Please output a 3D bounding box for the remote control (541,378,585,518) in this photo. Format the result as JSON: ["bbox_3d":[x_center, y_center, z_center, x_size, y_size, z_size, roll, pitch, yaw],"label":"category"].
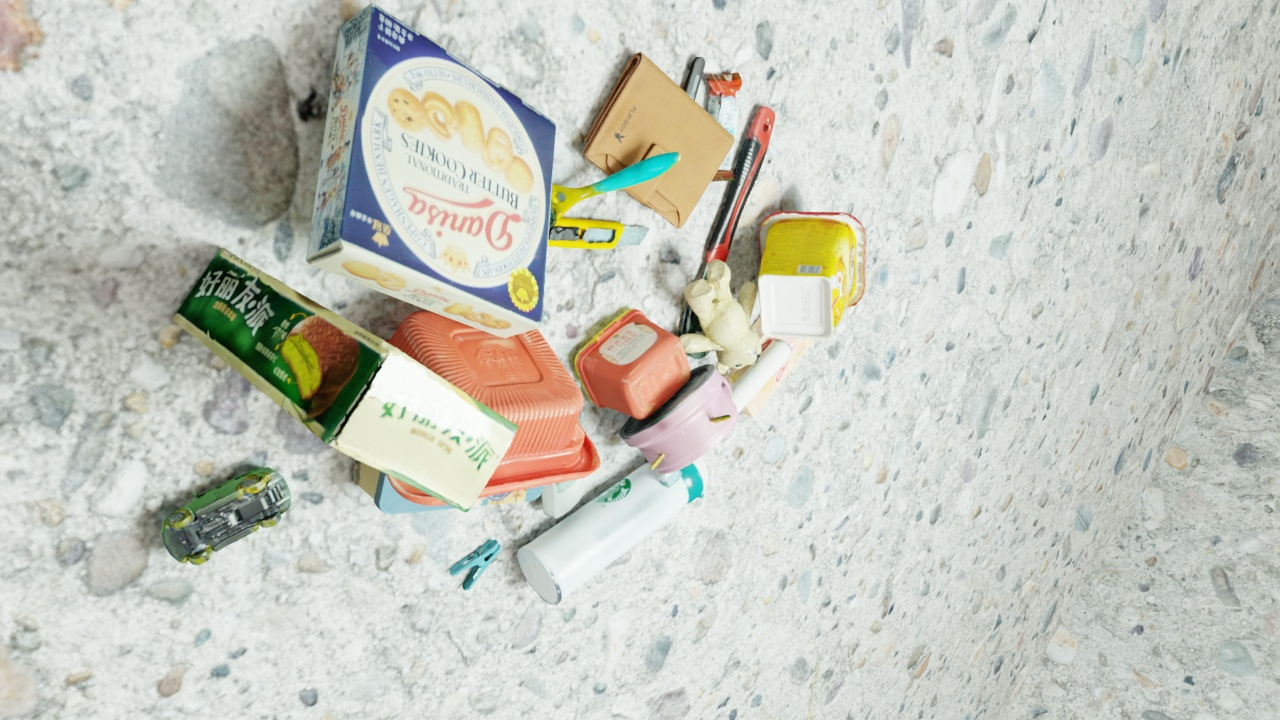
[{"bbox_3d":[-0.076,0.087,0.894,0.056,0.019,0.135,-38,135,-51],"label":"remote control"}]

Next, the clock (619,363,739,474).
[{"bbox_3d":[0.043,0.057,0.933,0.117,0.158,0.060,-36,99,8],"label":"clock"}]

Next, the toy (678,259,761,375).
[{"bbox_3d":[0.087,-0.044,0.943,0.105,0.066,0.157,-47,145,-11],"label":"toy"}]

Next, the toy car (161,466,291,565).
[{"bbox_3d":[-0.305,0.112,0.675,0.091,0.036,0.043,-31,130,-33],"label":"toy car"}]

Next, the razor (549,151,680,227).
[{"bbox_3d":[-0.027,-0.154,0.792,0.132,0.028,0.043,-22,85,-9],"label":"razor"}]

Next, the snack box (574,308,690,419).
[{"bbox_3d":[-0.005,0.005,0.889,0.091,0.080,0.082,-42,133,-22],"label":"snack box"}]

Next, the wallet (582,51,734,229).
[{"bbox_3d":[0.017,-0.196,0.836,0.131,0.031,0.108,33,87,-36],"label":"wallet"}]

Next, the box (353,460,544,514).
[{"bbox_3d":[-0.161,0.076,0.784,0.184,0.063,0.090,-1,109,-46],"label":"box"}]

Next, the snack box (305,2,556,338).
[{"bbox_3d":[-0.140,-0.127,0.658,0.177,0.046,0.182,22,63,-49],"label":"snack box"}]

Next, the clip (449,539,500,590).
[{"bbox_3d":[-0.157,0.194,0.882,0.055,0.013,0.034,-47,136,-19],"label":"clip"}]

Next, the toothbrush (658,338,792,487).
[{"bbox_3d":[0.092,0.055,1.000,0.026,0.027,0.220,46,66,-4],"label":"toothbrush"}]

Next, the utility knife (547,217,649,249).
[{"bbox_3d":[-0.059,-0.116,0.824,0.189,0.015,0.033,-5,113,-44],"label":"utility knife"}]

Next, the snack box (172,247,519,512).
[{"bbox_3d":[-0.194,0.007,0.583,0.114,0.240,0.063,40,78,-46],"label":"snack box"}]

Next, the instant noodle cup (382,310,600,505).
[{"bbox_3d":[-0.126,0.024,0.713,0.188,0.164,0.079,-7,138,-43],"label":"instant noodle cup"}]

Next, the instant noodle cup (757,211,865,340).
[{"bbox_3d":[0.176,-0.086,0.975,0.123,0.116,0.116,-61,149,-51],"label":"instant noodle cup"}]

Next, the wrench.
[{"bbox_3d":[0.092,-0.131,0.966,0.056,0.016,0.274,2,108,-49],"label":"wrench"}]

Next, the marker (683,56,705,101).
[{"bbox_3d":[0.039,-0.225,0.868,0.018,0.015,0.124,5,106,-47],"label":"marker"}]

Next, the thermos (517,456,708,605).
[{"bbox_3d":[-0.022,0.162,0.964,0.223,0.073,0.073,-31,129,-31],"label":"thermos"}]

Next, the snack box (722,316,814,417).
[{"bbox_3d":[0.157,-0.017,1.080,0.157,0.026,0.084,-51,136,-15],"label":"snack box"}]

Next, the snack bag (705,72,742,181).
[{"bbox_3d":[0.078,-0.227,0.897,0.048,0.026,0.104,-13,119,-34],"label":"snack bag"}]
